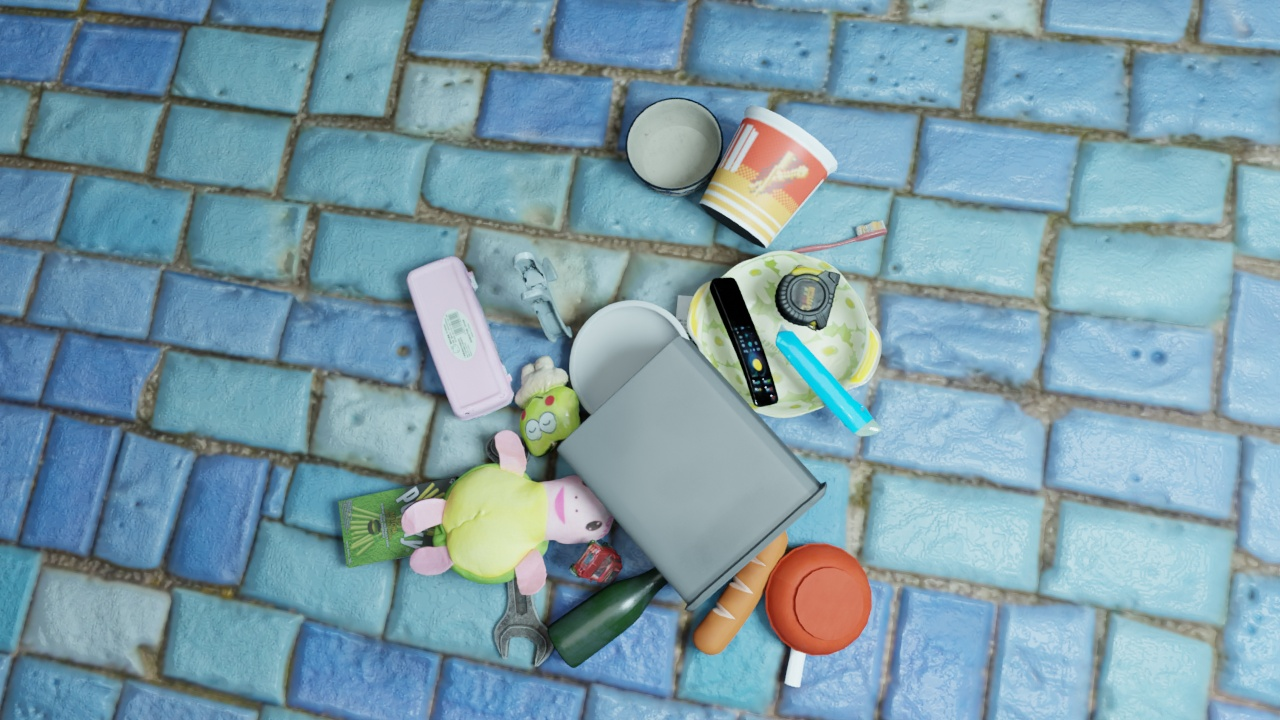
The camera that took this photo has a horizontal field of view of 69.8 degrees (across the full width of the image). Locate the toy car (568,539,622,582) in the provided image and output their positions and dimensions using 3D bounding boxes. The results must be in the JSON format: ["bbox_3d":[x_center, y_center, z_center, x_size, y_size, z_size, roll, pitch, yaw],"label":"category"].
[{"bbox_3d":[-0.048,0.226,1.022,0.036,0.091,0.042,36,86,25],"label":"toy car"}]

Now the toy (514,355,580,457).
[{"bbox_3d":[-0.112,0.051,1.079,0.092,0.046,0.115,-33,62,32],"label":"toy"}]

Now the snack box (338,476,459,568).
[{"bbox_3d":[-0.280,0.193,1.092,0.147,0.025,0.080,-12,79,5],"label":"snack box"}]

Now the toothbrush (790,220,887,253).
[{"bbox_3d":[0.200,-0.133,1.090,0.184,0.015,0.015,-15,76,6],"label":"toothbrush"}]

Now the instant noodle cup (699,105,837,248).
[{"bbox_3d":[0.141,-0.206,1.061,0.123,0.123,0.121,35,94,12],"label":"instant noodle cup"}]

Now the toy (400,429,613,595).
[{"bbox_3d":[-0.147,0.177,1.034,0.238,0.088,0.190,-14,63,-5],"label":"toy"}]

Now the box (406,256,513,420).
[{"bbox_3d":[-0.219,-0.028,1.118,0.086,0.044,0.202,-22,78,-2],"label":"box"}]

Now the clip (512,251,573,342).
[{"bbox_3d":[-0.103,-0.050,1.044,0.029,0.172,0.143,-18,88,5],"label":"clip"}]

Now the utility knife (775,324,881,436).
[{"bbox_3d":[0.200,0.023,1.002,0.031,0.015,0.158,-38,77,-2],"label":"utility knife"}]

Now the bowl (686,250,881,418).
[{"bbox_3d":[0.163,-0.026,1.053,0.219,0.060,0.188,17,84,11],"label":"bowl"}]

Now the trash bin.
[{"bbox_3d":[0.054,0.117,0.980,0.192,0.097,0.220,-43,79,7],"label":"trash bin"}]

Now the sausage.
[{"bbox_3d":[0.114,0.254,1.021,0.044,0.039,0.164,35,84,-30],"label":"sausage"}]

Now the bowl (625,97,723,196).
[{"bbox_3d":[0.043,-0.250,1.106,0.115,0.059,0.115,-1,80,7],"label":"bowl"}]

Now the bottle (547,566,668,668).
[{"bbox_3d":[-0.020,0.272,1.031,0.174,0.055,0.055,-35,78,-3],"label":"bottle"}]

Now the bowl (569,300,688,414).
[{"bbox_3d":[-0.006,0.006,1.074,0.150,0.043,0.149,-1,85,17],"label":"bowl"}]

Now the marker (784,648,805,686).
[{"bbox_3d":[0.179,0.293,1.017,0.017,0.020,0.133,4,79,45],"label":"marker"}]

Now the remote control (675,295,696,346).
[{"bbox_3d":[0.053,-0.016,1.090,0.028,0.012,0.124,5,81,8],"label":"remote control"}]

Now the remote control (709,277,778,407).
[{"bbox_3d":[0.113,-0.021,1.012,0.020,0.041,0.152,-31,74,44],"label":"remote control"}]

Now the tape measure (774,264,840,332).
[{"bbox_3d":[0.180,-0.069,1.009,0.062,0.038,0.067,14,85,1],"label":"tape measure"}]

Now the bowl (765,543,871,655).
[{"bbox_3d":[0.199,0.261,0.996,0.122,0.035,0.122,1,84,-8],"label":"bowl"}]

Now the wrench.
[{"bbox_3d":[-0.145,0.219,1.078,0.070,0.010,0.273,-8,79,6],"label":"wrench"}]
